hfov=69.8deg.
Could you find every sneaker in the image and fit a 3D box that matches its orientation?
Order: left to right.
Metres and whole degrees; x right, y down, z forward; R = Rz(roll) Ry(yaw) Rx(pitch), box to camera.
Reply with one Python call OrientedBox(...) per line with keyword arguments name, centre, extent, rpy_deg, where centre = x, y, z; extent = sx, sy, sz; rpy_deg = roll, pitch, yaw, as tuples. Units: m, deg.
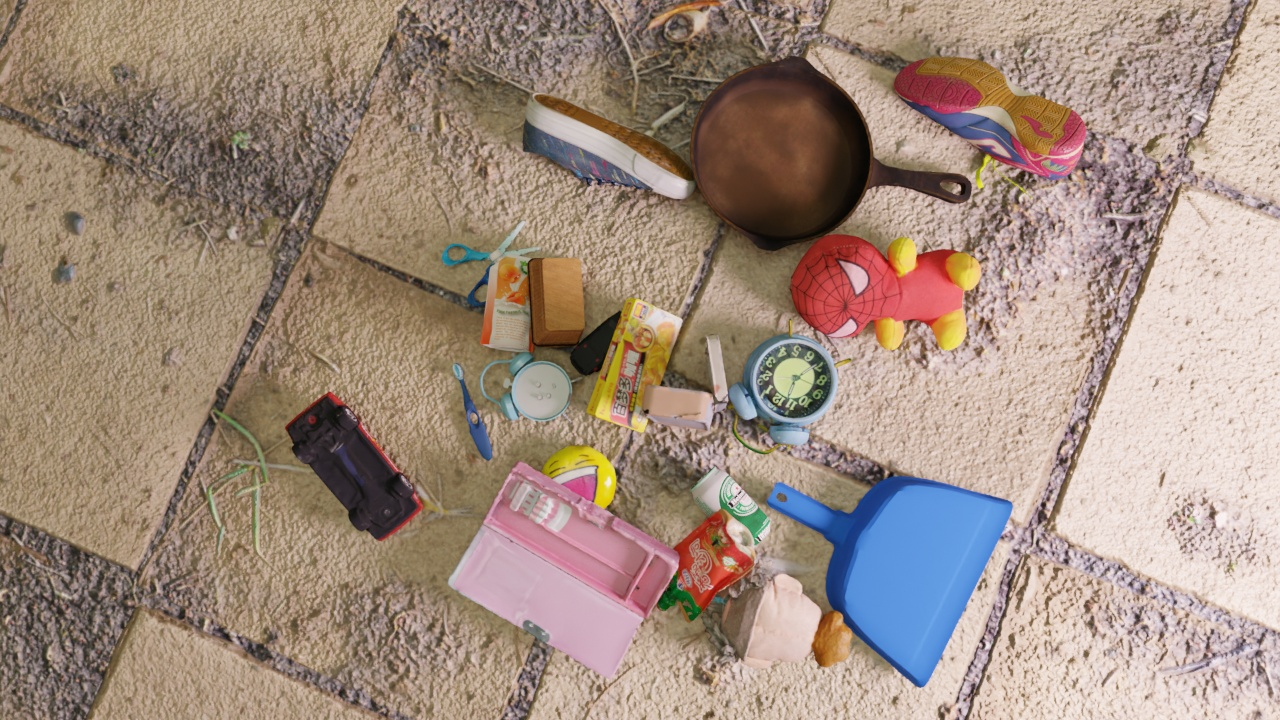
OrientedBox(name="sneaker", centre=(-0.043, -0.254, 1.161), extent=(0.235, 0.087, 0.079), rpy_deg=(26, 121, 2))
OrientedBox(name="sneaker", centre=(0.422, -0.290, 1.136), extent=(0.242, 0.091, 0.116), rpy_deg=(35, 81, 25))

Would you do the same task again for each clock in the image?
OrientedBox(name="clock", centre=(-0.141, 0.034, 1.144), extent=(0.123, 0.042, 0.087), rpy_deg=(13, 85, 3))
OrientedBox(name="clock", centre=(0.175, 0.039, 1.119), extent=(0.118, 0.060, 0.162), rpy_deg=(31, 91, 4))

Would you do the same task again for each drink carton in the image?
OrientedBox(name="drink carton", centre=(-0.163, -0.075, 1.158), extent=(0.069, 0.039, 0.122), rpy_deg=(9, 81, -23))

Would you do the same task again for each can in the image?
OrientedBox(name="can", centre=(0.109, 0.180, 1.111), extent=(0.053, 0.053, 0.101), rpy_deg=(-43, 84, -2))

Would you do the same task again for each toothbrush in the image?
OrientedBox(name="toothbrush", centre=(-0.213, 0.064, 1.158), extent=(0.021, 0.016, 0.132), rpy_deg=(-21, 83, 3))

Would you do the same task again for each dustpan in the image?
OrientedBox(name="dustpan", centre=(0.272, 0.218, 1.097), extent=(0.257, 0.059, 0.245), rpy_deg=(28, 86, -5))

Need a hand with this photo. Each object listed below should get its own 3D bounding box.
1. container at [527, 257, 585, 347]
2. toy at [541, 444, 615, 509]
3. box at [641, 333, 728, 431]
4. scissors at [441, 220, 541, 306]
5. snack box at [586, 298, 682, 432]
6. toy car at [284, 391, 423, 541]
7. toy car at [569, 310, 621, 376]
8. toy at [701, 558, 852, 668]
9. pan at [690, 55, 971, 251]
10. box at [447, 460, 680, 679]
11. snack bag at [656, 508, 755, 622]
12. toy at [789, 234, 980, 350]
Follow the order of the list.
OrientedBox(name="container", centre=(-0.102, -0.076, 1.134), extent=(0.063, 0.061, 0.114), rpy_deg=(-2, 84, -18))
OrientedBox(name="toy", centre=(-0.077, 0.150, 1.130), extent=(0.095, 0.041, 0.094), rpy_deg=(-18, 88, 5))
OrientedBox(name="box", centre=(0.051, 0.039, 1.046), extent=(0.107, 0.216, 0.094), rpy_deg=(-20, 82, 2))
OrientedBox(name="scissors", centre=(-0.185, -0.121, 1.178), extent=(0.132, 0.015, 0.110), rpy_deg=(-14, 82, -4))
OrientedBox(name="snack box", centre=(-0.007, 0.007, 1.129), extent=(0.075, 0.025, 0.152), rpy_deg=(22, 85, -31))
OrientedBox(name="toy car", centre=(-0.355, 0.133, 1.139), extent=(0.081, 0.056, 0.189), rpy_deg=(-39, 90, 0))
OrientedBox(name="toy car", centre=(-0.047, -0.020, 1.147), extent=(0.091, 0.036, 0.042), rpy_deg=(-41, 84, -1))
OrientedBox(name="toy", centre=(0.163, 0.307, 1.084), extent=(0.176, 0.076, 0.133), rpy_deg=(19, 102, 10))
OrientedBox(name="pan", centre=(0.235, -0.241, 1.147), extent=(0.356, 0.043, 0.248), rpy_deg=(10, 83, -3))
OrientedBox(name="box", centre=(-0.090, 0.248, 1.104), extent=(0.233, 0.059, 0.179), rpy_deg=(31, 93, 2))
OrientedBox(name="snack bag", centre=(0.070, 0.250, 1.091), extent=(0.155, 0.044, 0.087), rpy_deg=(-49, 53, 27))
OrientedBox(name="toy", centre=(0.287, -0.086, 1.103), extent=(0.216, 0.098, 0.148), rpy_deg=(7, 115, 4))
